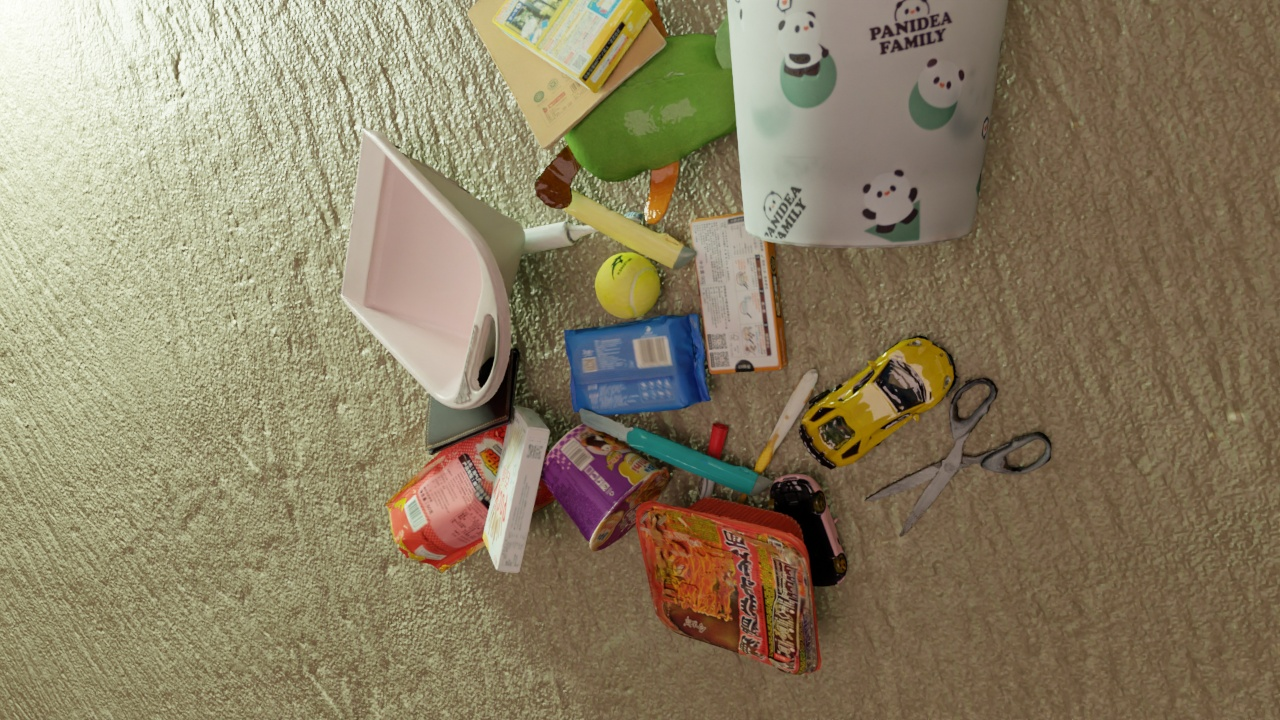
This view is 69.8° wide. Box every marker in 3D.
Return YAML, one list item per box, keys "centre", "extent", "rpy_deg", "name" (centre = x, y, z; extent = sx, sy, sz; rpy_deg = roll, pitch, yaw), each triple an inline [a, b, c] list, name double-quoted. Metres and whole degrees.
- centre: [0.068, 0.134, 0.946]
  extent: [0.017, 0.017, 0.145]
  rpy_deg: [17, 107, 20]
  name: "marker"

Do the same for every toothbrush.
- centre: [-0.098, -0.129, 0.961]
  extent: [0.221, 0.026, 0.027]
  rpy_deg: [-7, 133, 26]
  name: "toothbrush"
- centre: [0.129, 0.089, 0.912]
  extent: [0.016, 0.018, 0.192]
  rpy_deg: [30, 109, 12]
  name: "toothbrush"

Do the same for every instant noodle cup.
- centre: [-0.043, 0.124, 0.950]
  extent: [0.099, 0.111, 0.112]
  rpy_deg: [41, 114, 22]
  name: "instant noodle cup"
- centre: [0.093, 0.207, 0.895]
  extent: [0.189, 0.078, 0.165]
  rpy_deg: [8, 121, 33]
  name: "instant noodle cup"

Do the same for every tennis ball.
- centre: [-0.013, -0.074, 0.912]
  extent: [0.065, 0.065, 0.065]
  rpy_deg: [5, 103, 23]
  name: "tennis ball"

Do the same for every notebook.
- centre: [-0.076, -0.315, 0.869]
  extent: [0.148, 0.008, 0.207]
  rpy_deg: [-38, 61, 17]
  name: "notebook"

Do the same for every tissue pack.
- centre: [-0.006, 0.005, 0.933]
  extent: [0.157, 0.052, 0.095]
  rpy_deg: [-6, 96, 26]
  name: "tissue pack"

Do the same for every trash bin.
- centre: [0.174, -0.227, 0.718]
  extent: [0.230, 0.229, 0.252]
  rpy_deg: [5, 108, 23]
  name: "trash bin"

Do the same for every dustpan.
- centre: [-0.229, -0.080, 0.942]
  extent: [0.273, 0.138, 0.223]
  rpy_deg: [23, 123, 9]
  name: "dustpan"

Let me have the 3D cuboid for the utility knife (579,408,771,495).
- centre: [0.032, 0.090, 0.920]
  extent: [0.205, 0.013, 0.029]
  rpy_deg: [22, 114, 7]
  name: "utility knife"

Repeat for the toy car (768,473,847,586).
- centre: [0.165, 0.165, 0.899]
  extent: [0.056, 0.037, 0.122]
  rpy_deg: [-11, 108, 32]
  name: "toy car"

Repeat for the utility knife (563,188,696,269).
- centre: [-0.020, -0.132, 0.905]
  extent: [0.165, 0.018, 0.031]
  rpy_deg: [28, 111, 11]
  name: "utility knife"

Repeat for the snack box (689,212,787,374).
- centre: [0.095, -0.065, 0.887]
  extent: [0.075, 0.026, 0.154]
  rpy_deg: [-4, 98, 26]
  name: "snack box"

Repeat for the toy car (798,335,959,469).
- centre: [0.217, 0.038, 0.846]
  extent: [0.156, 0.041, 0.071]
  rpy_deg: [-39, 84, 24]
  name: "toy car"

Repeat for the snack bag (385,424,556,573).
- centre: [-0.190, 0.150, 1.044]
  extent: [0.208, 0.073, 0.128]
  rpy_deg: [-39, 90, 18]
  name: "snack bag"

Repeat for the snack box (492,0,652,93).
- centre: [-0.065, -0.313, 0.837]
  extent: [0.140, 0.033, 0.087]
  rpy_deg: [41, 98, 30]
  name: "snack box"

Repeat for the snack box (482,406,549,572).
- centre: [-0.132, 0.133, 0.966]
  extent: [0.027, 0.085, 0.157]
  rpy_deg: [11, 99, -21]
  name: "snack box"

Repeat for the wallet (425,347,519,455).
- centre: [-0.187, 0.045, 1.014]
  extent: [0.123, 0.020, 0.096]
  rpy_deg: [-22, 51, 27]
  name: "wallet"

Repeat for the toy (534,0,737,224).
- centre: [0.001, -0.235, 0.859]
  extent: [0.247, 0.090, 0.227]
  rpy_deg: [-8, 82, 25]
  name: "toy"

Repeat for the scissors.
- centre: [0.288, 0.093, 0.840]
  extent: [0.175, 0.014, 0.159]
  rpy_deg: [1, 102, 25]
  name: "scissors"
